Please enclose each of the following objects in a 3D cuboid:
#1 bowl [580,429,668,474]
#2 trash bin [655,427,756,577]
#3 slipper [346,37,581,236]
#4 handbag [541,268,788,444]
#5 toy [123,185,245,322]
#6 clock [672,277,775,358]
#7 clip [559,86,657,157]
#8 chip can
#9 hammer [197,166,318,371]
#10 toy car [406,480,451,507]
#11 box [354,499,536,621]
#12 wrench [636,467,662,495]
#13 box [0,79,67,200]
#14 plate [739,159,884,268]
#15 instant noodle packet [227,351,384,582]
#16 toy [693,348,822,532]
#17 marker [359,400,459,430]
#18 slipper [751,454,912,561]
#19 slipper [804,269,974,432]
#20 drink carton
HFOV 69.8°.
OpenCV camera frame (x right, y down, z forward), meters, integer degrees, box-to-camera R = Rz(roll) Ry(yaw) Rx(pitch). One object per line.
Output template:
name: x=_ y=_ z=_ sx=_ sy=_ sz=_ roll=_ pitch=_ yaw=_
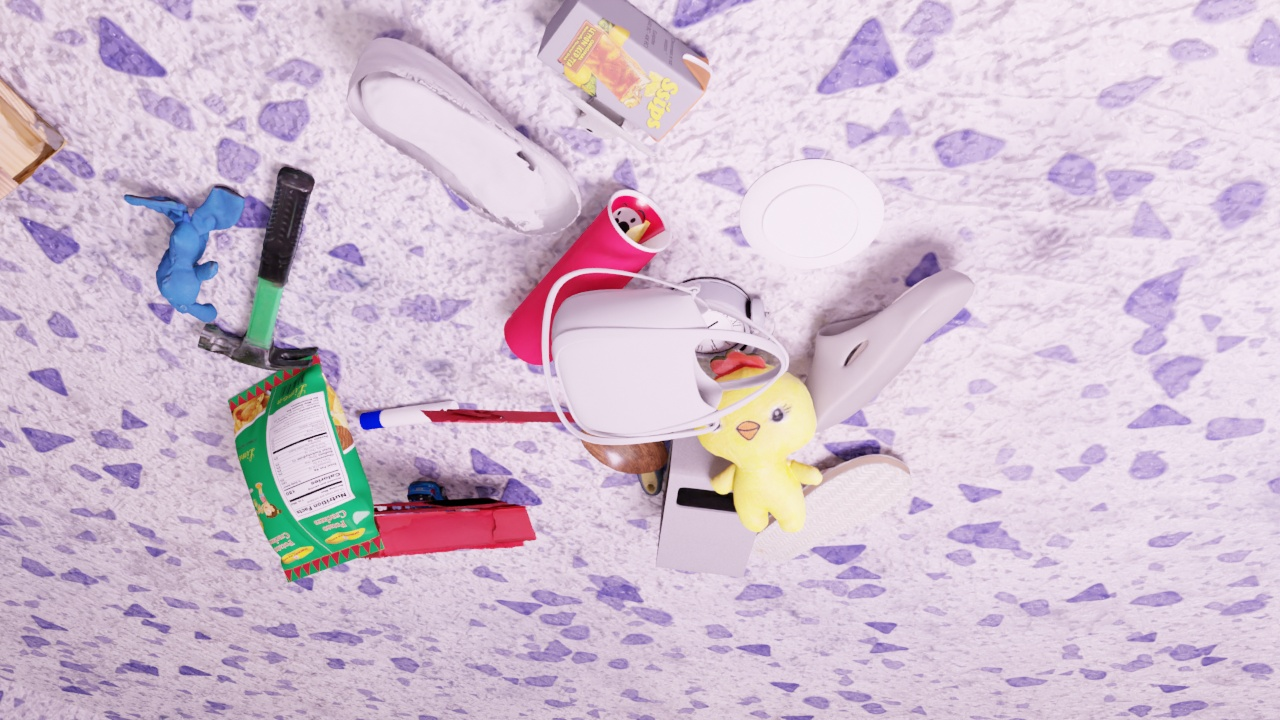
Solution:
bowl: x=-0.017 y=0.096 z=1.123 sx=0.102 sy=0.026 sz=0.114 roll=-19 pitch=130 yaw=33
trash bin: x=0.089 y=0.164 z=1.152 sx=0.114 sy=0.114 sz=0.229 roll=7 pitch=140 yaw=1
slipper: x=-0.147 y=-0.187 z=0.805 sx=0.112 sy=0.074 sz=0.246 roll=-18 pitch=144 yaw=36
handbag: x=0.030 y=0.001 z=0.883 sx=0.223 sy=0.095 sz=0.216 roll=-3 pitch=138 yaw=11
toy: x=-0.475 y=-0.109 z=0.953 sx=0.113 sy=0.070 sz=0.177 roll=23 pitch=126 yaw=1
clock: x=0.082 y=-0.040 z=0.972 sx=0.122 sy=0.035 sz=0.095 roll=12 pitch=140 yaw=-4
clip: x=-0.027 y=-0.214 z=0.794 sx=0.102 sy=0.052 sz=0.058 roll=32 pitch=106 yaw=-25
chip can: x=-0.060 y=-0.077 z=0.926 sx=0.069 sy=0.069 sz=0.221 roll=27 pitch=137 yaw=-21
hammer: x=-0.399 y=-0.088 z=0.999 sx=0.130 sy=0.032 sz=0.320 roll=22 pitch=138 yaw=-15
toy car: x=-0.303 y=0.221 z=1.338 sx=0.056 sy=0.043 sz=0.120 roll=-3 pitch=139 yaw=12
box: x=-0.265 y=0.265 z=1.214 sx=0.213 sy=0.153 sz=0.165 roll=1 pitch=172 yaw=-36
wrench: x=0.002 y=0.090 z=1.150 sx=0.073 sy=0.022 sz=0.274 roll=1 pitch=139 yaw=8
box: x=-0.748 y=-0.218 z=0.812 sx=0.334 sy=0.286 sz=0.279 roll=-36 pitch=132 yaw=-5
plate: x=0.162 y=-0.132 z=0.869 sx=0.134 sy=0.011 sz=0.135 roll=5 pitch=140 yaw=4
instant noodle packet: x=-0.424 y=0.138 z=1.150 sx=0.196 sy=0.252 sz=0.090 roll=-23 pitch=175 yaw=32
toy: x=0.128 y=0.087 z=0.990 sx=0.134 sy=0.207 sz=0.092 roll=-7 pitch=-178 yaw=24
marker: x=-0.296 y=0.071 z=1.176 sx=0.133 sy=0.023 sz=0.027 roll=-8 pitch=159 yaw=18
slipper: x=0.242 y=0.190 z=1.207 sx=0.115 sy=0.052 sz=0.264 roll=26 pitch=133 yaw=-24
slipper: x=0.233 y=-0.023 z=0.941 sx=0.112 sy=0.080 sz=0.267 roll=-25 pitch=159 yaw=-28
drink carton: x=-0.012 y=-0.242 z=0.738 sx=0.124 sy=0.048 sz=0.076 roll=29 pitch=135 yaw=-23
